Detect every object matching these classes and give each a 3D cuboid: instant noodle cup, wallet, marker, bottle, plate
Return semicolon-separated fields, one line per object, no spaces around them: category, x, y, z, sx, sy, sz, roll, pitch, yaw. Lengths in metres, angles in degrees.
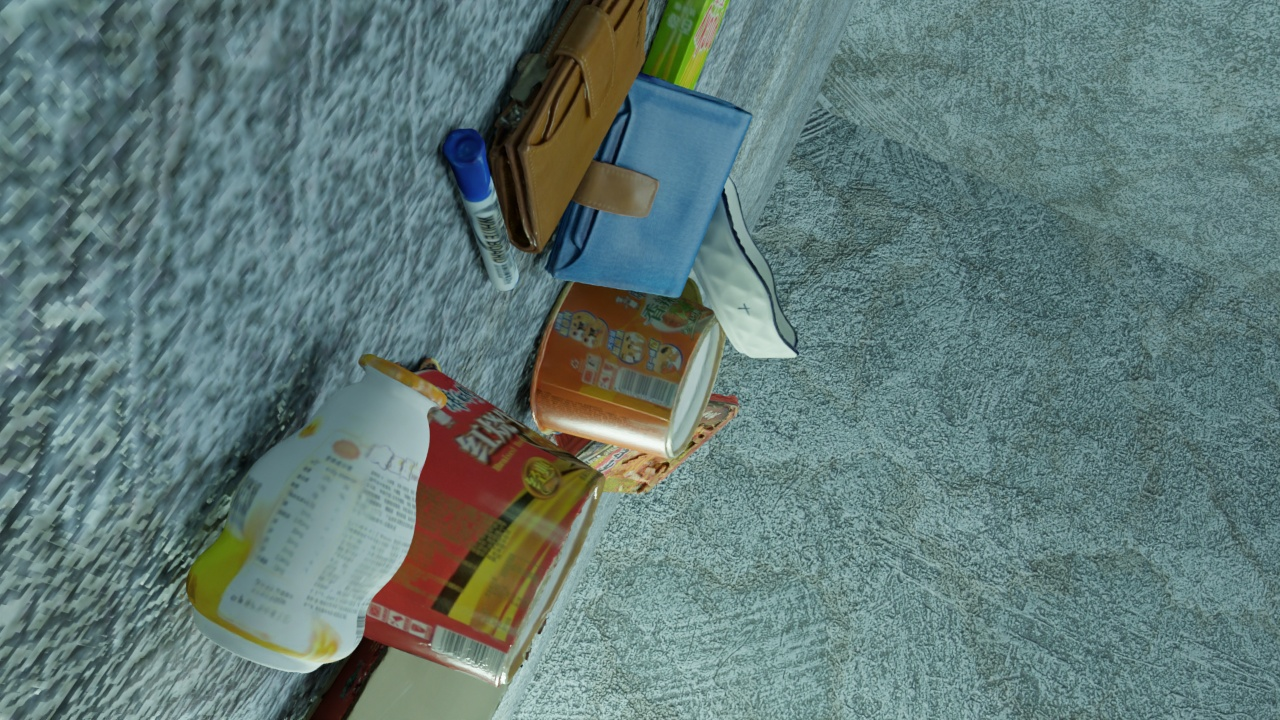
instant noodle cup;-0.004;0.004;0.727;0.151;0.111;0.151;20;89;-75
wallet;-0.031;-0.129;0.449;0.108;0.031;0.131;103;12;-71
instant noodle cup;-0.005;0.066;0.921;0.165;0.079;0.188;-43;151;24
marker;-0.071;-0.063;0.427;0.146;0.017;0.016;96;20;-74
wallet;0.004;-0.107;0.576;0.040;0.106;0.133;50;-55;50
instant noodle cup;-0.087;0.082;0.435;0.137;0.108;0.138;-63;174;-12
bottle;-0.110;0.052;0.327;0.108;0.063;0.063;-63;174;-13
plate;0.065;-0.092;0.708;0.046;0.205;0.204;-23;-176;13

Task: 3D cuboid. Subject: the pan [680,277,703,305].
pan;0.022;0.038;1.135;0.358;0.078;0.197;120;-27;-58

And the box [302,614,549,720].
box;-0.125;0.192;0.541;0.079;0.091;0.167;-22;-148;51

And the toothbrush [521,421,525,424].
toothbrush;-0.132;0.133;0.705;0.191;0.018;0.016;-62;175;-11

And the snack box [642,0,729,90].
snack box;0.041;-0.245;0.624;0.157;0.026;0.085;-67;173;22
